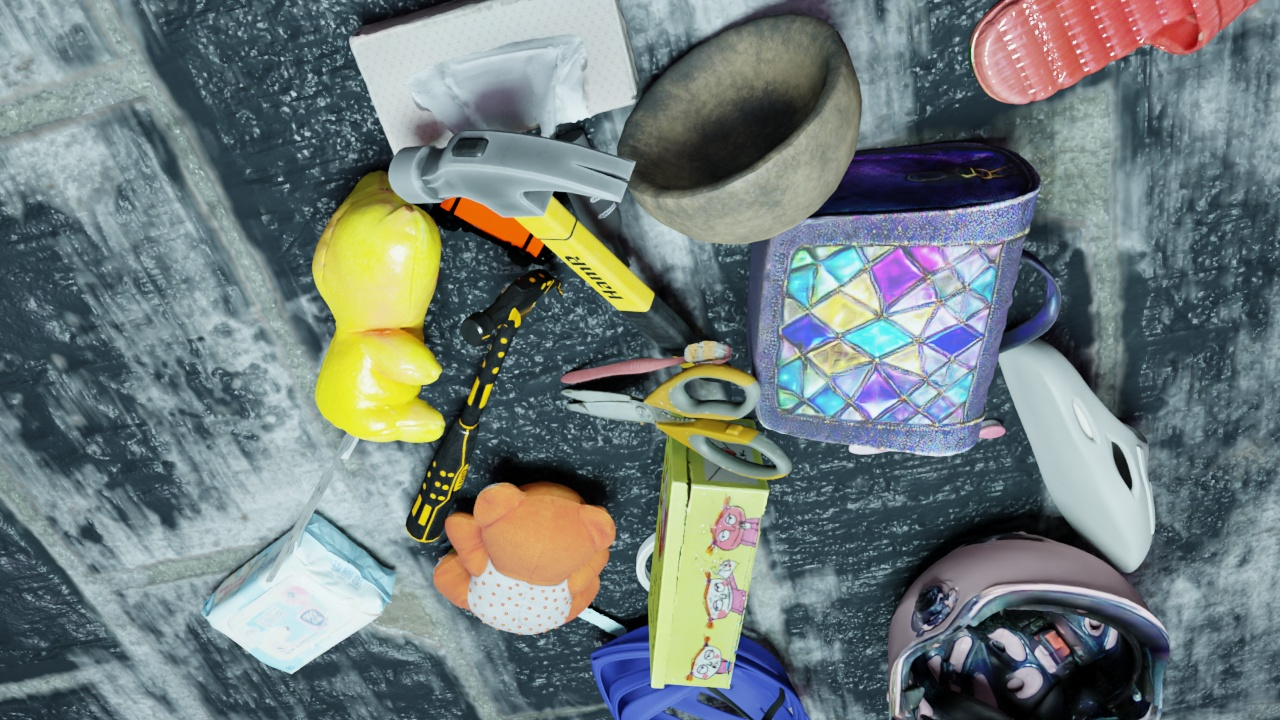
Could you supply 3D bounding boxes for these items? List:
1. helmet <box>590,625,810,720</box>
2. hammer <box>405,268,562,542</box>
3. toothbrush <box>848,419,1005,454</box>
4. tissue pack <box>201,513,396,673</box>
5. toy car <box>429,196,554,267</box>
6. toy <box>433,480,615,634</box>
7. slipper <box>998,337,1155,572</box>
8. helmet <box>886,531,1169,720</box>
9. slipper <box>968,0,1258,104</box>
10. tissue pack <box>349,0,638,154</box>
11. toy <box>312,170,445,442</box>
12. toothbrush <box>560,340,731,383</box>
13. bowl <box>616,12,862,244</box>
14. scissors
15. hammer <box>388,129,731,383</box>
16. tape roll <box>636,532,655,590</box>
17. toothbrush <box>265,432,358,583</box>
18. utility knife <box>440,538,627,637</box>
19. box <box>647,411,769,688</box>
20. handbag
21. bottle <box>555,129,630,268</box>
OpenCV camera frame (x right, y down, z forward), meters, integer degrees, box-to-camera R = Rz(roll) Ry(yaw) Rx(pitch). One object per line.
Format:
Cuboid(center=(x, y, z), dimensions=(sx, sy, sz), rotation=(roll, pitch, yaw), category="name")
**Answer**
Cuboid(center=(0.067, 0.363, 0.884), dimensions=(0.241, 0.227, 0.148), rotation=(20, 111, -13), category="helmet")
Cuboid(center=(-0.143, 0.051, 0.774), dimensions=(0.036, 0.123, 0.322), rotation=(37, 130, 9), category="hammer")
Cuboid(center=(0.253, 0.068, 0.816), dimensions=(0.135, 0.016, 0.022), rotation=(-8, 122, 9), category="toothbrush")
Cuboid(center=(-0.338, 0.235, 0.901), dimensions=(0.182, 0.069, 0.112), rotation=(-36, 116, 22), category="tissue pack")
Cuboid(center=(-0.103, -0.112, 0.685), dimensions=(0.100, 0.048, 0.051), rotation=(25, 120, -14), category="toy car")
Cuboid(center=(-0.101, 0.175, 0.848), dimensions=(0.163, 0.092, 0.173), rotation=(14, 127, -12), category="toy")
Cuboid(center=(0.384, 0.068, 0.768), dimensions=(0.080, 0.113, 0.266), rotation=(-36, 118, -1), category="slipper")
Cuboid(center=(0.349, 0.256, 0.849), dimensions=(0.230, 0.152, 0.256), rotation=(19, 127, -2), category="helmet")
Cuboid(center=(0.337, -0.246, 0.586), dimensions=(0.249, 0.059, 0.103), rotation=(-33, 116, 21), category="slipper")
Cuboid(center=(-0.095, -0.194, 0.625), dimensions=(0.181, 0.071, 0.104), rotation=(-12, 121, 4), category="tissue pack")
Cuboid(center=(-0.198, -0.036, 0.681), dimensions=(0.087, 0.134, 0.194), rotation=(-5, 118, -26), category="toy")
Cuboid(center=(-0.004, 0.004, 0.729), dimensions=(0.185, 0.015, 0.015), rotation=(-10, 159, 44), category="toothbrush")
Cuboid(center=(0.070, -0.144, 0.601), dimensions=(0.162, 0.162, 0.070), rotation=(-28, 134, 17), category="bowl")
Cuboid(center=(0.021, 0.051, 0.737), dimensions=(0.228, 0.016, 0.134), rotation=(-5, 125, 47), category="scissors")
Cuboid(center=(-0.015, -0.057, 0.653), dimensions=(0.170, 0.034, 0.324), rotation=(6, 158, 36), category="hammer")
Cuboid(center=(0.042, 0.202, 0.906), dimensions=(0.093, 0.013, 0.093), rotation=(0, 122, 0), category="tape roll")
Cuboid(center=(-0.268, 0.117, 0.757), dimensions=(0.010, 0.181, 0.010), rotation=(7, 126, 3), category="toothbrush")
Cuboid(center=(-0.102, 0.231, 0.924), dimensions=(0.218, 0.019, 0.031), rotation=(34, 120, -14), category="utility knife")
Cuboid(center=(0.052, 0.169, 0.809), dimensions=(0.082, 0.124, 0.221), rotation=(6, 119, -3), category="box")
Cuboid(center=(0.193, -0.047, 0.677), dimensions=(0.222, 0.125, 0.205), rotation=(2, 123, 3), category="handbag")
Cuboid(center=(-0.034, -0.116, 0.692), dimensions=(0.030, 0.030, 0.113), rotation=(-18, 121, 12), category="bottle")
